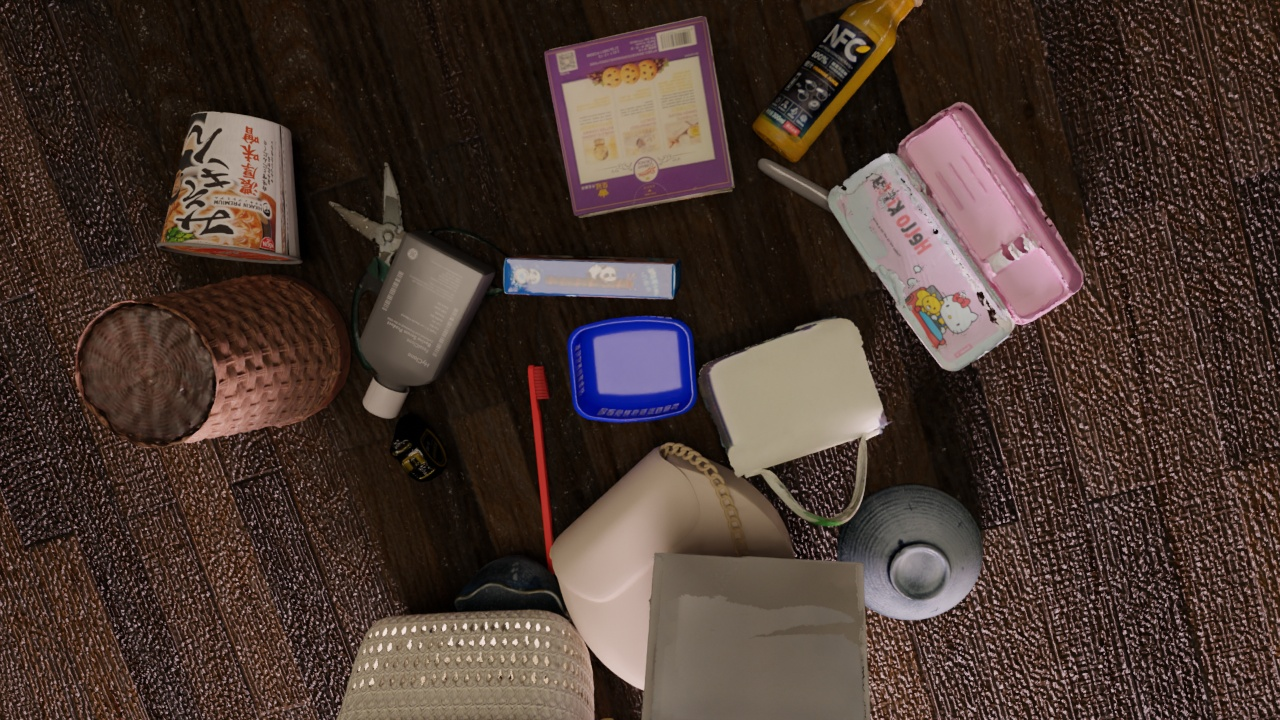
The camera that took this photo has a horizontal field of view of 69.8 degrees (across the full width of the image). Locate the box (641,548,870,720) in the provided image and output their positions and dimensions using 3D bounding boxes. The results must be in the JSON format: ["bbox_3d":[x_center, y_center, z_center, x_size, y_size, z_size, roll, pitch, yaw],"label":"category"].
[{"bbox_3d":[0.101,0.260,0.846,0.167,0.422,0.173,3,81,6],"label":"box"}]

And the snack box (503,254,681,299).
[{"bbox_3d":[-0.041,-0.077,0.833,0.151,0.087,0.034,3,100,6],"label":"snack box"}]

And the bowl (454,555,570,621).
[{"bbox_3d":[-0.122,0.226,0.897,0.110,0.055,0.111,2,138,1],"label":"bowl"}]

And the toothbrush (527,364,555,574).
[{"bbox_3d":[-0.091,0.109,0.905,0.018,0.012,0.212,-4,98,7],"label":"toothbrush"}]

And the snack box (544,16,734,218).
[{"bbox_3d":[0.001,-0.210,0.804,0.143,0.040,0.148,-9,97,8],"label":"snack box"}]

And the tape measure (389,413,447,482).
[{"bbox_3d":[-0.217,0.089,0.891,0.034,0.061,0.061,-32,112,8],"label":"tape measure"}]

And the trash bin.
[{"bbox_3d":[-0.372,0.003,0.820,0.151,0.210,0.151,1,99,6],"label":"trash bin"}]

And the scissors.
[{"bbox_3d":[-0.208,-0.088,0.887,0.203,0.015,0.202,2,101,7],"label":"scissors"}]

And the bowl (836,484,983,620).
[{"bbox_3d":[0.256,0.189,0.856,0.137,0.057,0.137,1,99,6],"label":"bowl"}]

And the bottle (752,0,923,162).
[{"bbox_3d":[0.176,-0.261,0.798,0.053,0.053,0.186,40,101,-1],"label":"bottle"}]

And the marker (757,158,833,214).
[{"bbox_3d":[0.167,-0.145,0.837,0.138,0.016,0.022,29,123,2],"label":"marker"}]

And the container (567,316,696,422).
[{"bbox_3d":[-0.005,0.005,0.856,0.114,0.058,0.096,-4,98,7],"label":"container"}]

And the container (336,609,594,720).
[{"bbox_3d":[-0.156,0.324,0.857,0.246,0.185,0.142,-5,53,7],"label":"container"}]

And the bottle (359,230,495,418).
[{"bbox_3d":[-0.213,-0.027,0.868,0.084,0.046,0.174,28,103,0],"label":"bottle"}]

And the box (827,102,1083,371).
[{"bbox_3d":[0.280,-0.108,0.818,0.152,0.038,0.201,-35,94,10],"label":"box"}]

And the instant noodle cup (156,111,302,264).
[{"bbox_3d":[-0.374,-0.158,0.849,0.124,0.123,0.121,4,90,6],"label":"instant noodle cup"}]

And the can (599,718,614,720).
[{"bbox_3d":[-0.054,0.430,0.929,0.116,0.056,0.092,-28,94,10],"label":"can"}]

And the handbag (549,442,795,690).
[{"bbox_3d":[0.037,0.203,0.859,0.211,0.103,0.208,-43,92,10],"label":"handbag"}]

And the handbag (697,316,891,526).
[{"bbox_3d":[0.147,0.065,0.832,0.151,0.074,0.176,-20,77,7],"label":"handbag"}]
